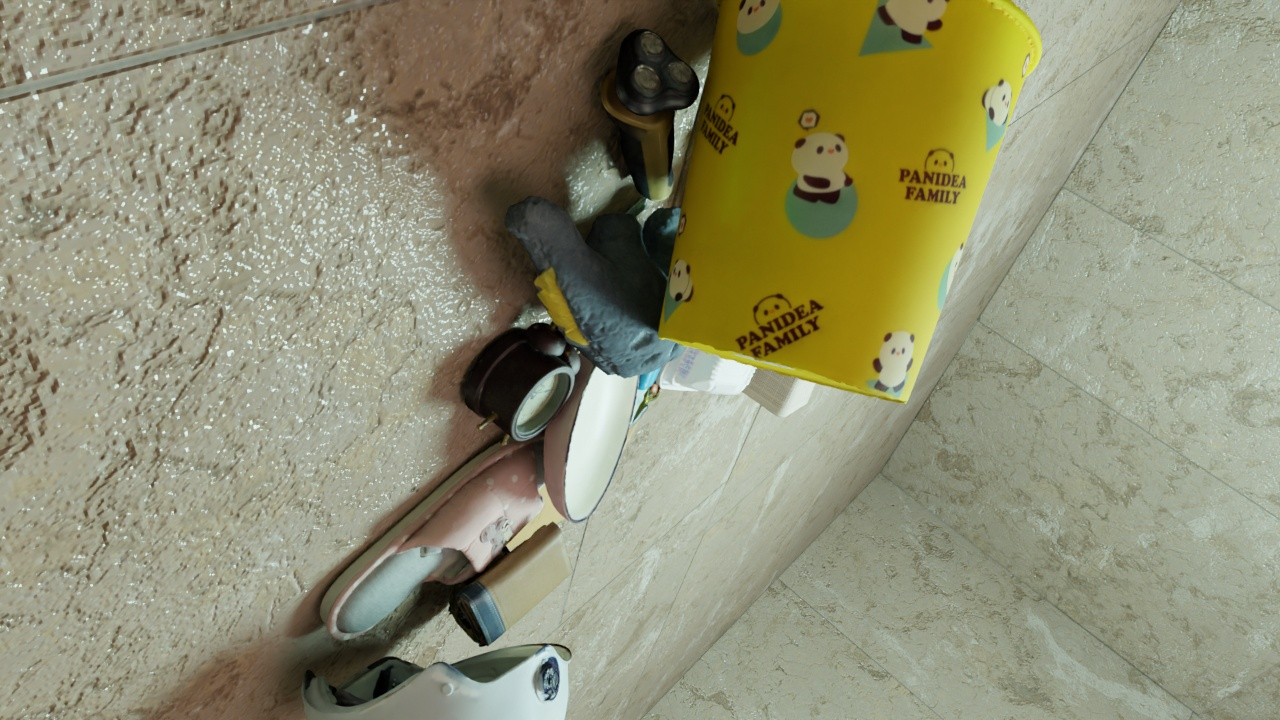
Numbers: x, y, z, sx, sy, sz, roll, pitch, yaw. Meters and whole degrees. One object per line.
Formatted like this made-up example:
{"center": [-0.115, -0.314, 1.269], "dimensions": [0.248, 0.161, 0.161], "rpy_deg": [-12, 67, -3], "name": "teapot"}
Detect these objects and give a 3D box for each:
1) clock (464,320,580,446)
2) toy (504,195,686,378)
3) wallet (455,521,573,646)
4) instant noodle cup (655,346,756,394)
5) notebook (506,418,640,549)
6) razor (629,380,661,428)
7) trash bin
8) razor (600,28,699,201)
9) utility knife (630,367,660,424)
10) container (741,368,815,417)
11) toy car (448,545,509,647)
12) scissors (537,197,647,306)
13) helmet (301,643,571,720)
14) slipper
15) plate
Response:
{"center": [-0.091, 0.012, 0.759], "dimensions": [0.122, 0.055, 0.082], "rpy_deg": [-50, 158, -7], "name": "clock"}
{"center": [-0.004, -0.057, 0.749], "dimensions": [0.355, 0.091, 0.138], "rpy_deg": [-13, 99, -66], "name": "toy"}
{"center": [-0.119, 0.216, 0.890], "dimensions": [0.115, 0.033, 0.090], "rpy_deg": [-37, 142, -24], "name": "wallet"}
{"center": [0.096, -0.017, 1.059], "dimensions": [0.173, 0.060, 0.138], "rpy_deg": [8, 110, -64], "name": "instant noodle cup"}
{"center": [-0.089, 0.141, 1.032], "dimensions": [0.210, 0.012, 0.150], "rpy_deg": [-22, 145, -50], "name": "notebook"}
{"center": [-0.013, 0.063, 1.019], "dimensions": [0.142, 0.022, 0.043], "rpy_deg": [-51, 158, -25], "name": "razor"}
{"center": [0.133, -0.115, 0.655], "dimensions": [0.229, 0.230, 0.255], "rpy_deg": [14, 91, -67], "name": "trash bin"}
{"center": [0.010, -0.167, 0.671], "dimensions": [0.167, 0.067, 0.062], "rpy_deg": [78, 17, -71], "name": "razor"}
{"center": [0.017, -0.009, 0.954], "dimensions": [0.034, 0.018, 0.203], "rpy_deg": [-14, 130, -58], "name": "utility knife"}
{"center": [0.206, 0.003, 1.298], "dimensions": [0.090, 0.090, 0.111], "rpy_deg": [-23, 142, -50], "name": "container"}
{"center": [-0.166, 0.236, 0.954], "dimensions": [0.042, 0.070, 0.158], "rpy_deg": [-28, 147, -43], "name": "toy car"}
{"center": [-0.036, -0.092, 0.758], "dimensions": [0.135, 0.017, 0.064], "rpy_deg": [-43, 149, -29], "name": "scissors"}
{"center": [-0.176, 0.348, 0.854], "dimensions": [0.230, 0.145, 0.258], "rpy_deg": [-13, 165, 27], "name": "helmet"}
{"center": [-0.165, 0.160, 0.840], "dimensions": [0.273, 0.054, 0.114], "rpy_deg": [-37, 150, -27], "name": "slipper"}
{"center": [-0.050, 0.057, 0.875], "dimensions": [0.192, 0.039, 0.192], "rpy_deg": [15, 89, -76], "name": "plate"}
